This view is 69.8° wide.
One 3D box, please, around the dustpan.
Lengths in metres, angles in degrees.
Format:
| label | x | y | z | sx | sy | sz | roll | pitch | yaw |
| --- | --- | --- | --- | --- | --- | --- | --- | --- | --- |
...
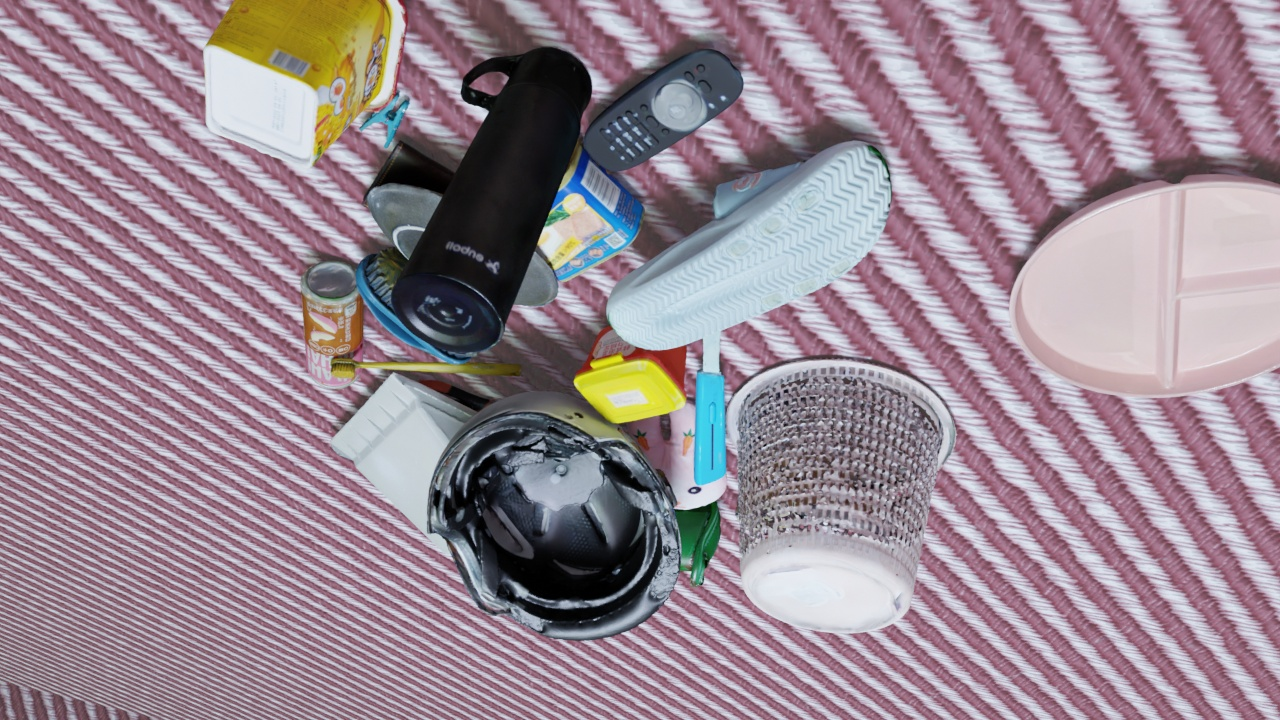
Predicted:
| label | x | y | z | sx | sy | sz | roll | pitch | yaw |
| --- | --- | --- | --- | --- | --- | --- | --- | --- | --- |
| dustpan | -0.203 | 0.121 | 1.098 | 0.258 | 0.142 | 0.223 | 51 | 136 | -4 |

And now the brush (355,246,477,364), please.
| label | x | y | z | sx | sy | sz | roll | pitch | yaw |
| --- | --- | --- | --- | --- | --- | --- | --- | --- | --- |
| brush | -0.215 | -0.047 | 0.880 | 0.074 | 0.055 | 0.144 | -21 | 129 | 36 |

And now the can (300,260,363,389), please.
| label | x | y | z | sx | sy | sz | roll | pitch | yaw |
| --- | --- | --- | --- | --- | --- | --- | --- | --- | --- |
| can | -0.309 | -0.034 | 0.924 | 0.058 | 0.057 | 0.148 | 18 | 141 | -4 |

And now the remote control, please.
| label | x | y | z | sx | sy | sz | roll | pitch | yaw |
| --- | --- | --- | --- | --- | --- | --- | --- | --- | --- |
| remote control | 0.015 | -0.183 | 0.667 | 0.137 | 0.024 | 0.053 | -24 | 126 | 37 |

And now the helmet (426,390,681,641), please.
| label | x | y | z | sx | sy | sz | roll | pitch | yaw |
| --- | --- | --- | --- | --- | --- | --- | --- | --- | --- |
| helmet | -0.086 | 0.140 | 0.939 | 0.230 | 0.156 | 0.274 | -33 | 117 | 12 |

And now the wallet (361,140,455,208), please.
| label | x | y | z | sx | sy | sz | roll | pitch | yaw |
| --- | --- | --- | --- | --- | --- | --- | --- | --- | --- |
| wallet | -0.172 | -0.130 | 0.796 | 0.122 | 0.020 | 0.097 | 30 | 144 | -20 |

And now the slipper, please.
| label | x | y | z | sx | sy | sz | roll | pitch | yaw |
| --- | --- | --- | --- | --- | --- | --- | --- | --- | --- |
| slipper | 0.080 | -0.089 | 0.717 | 0.246 | 0.074 | 0.104 | -28 | 135 | 20 |

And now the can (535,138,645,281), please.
| label | x | y | z | sx | sy | sz | roll | pitch | yaw |
| --- | --- | --- | --- | --- | --- | --- | --- | --- | --- |
| can | -0.060 | -0.119 | 0.744 | 0.102 | 0.057 | 0.083 | -22 | 131 | 37 |

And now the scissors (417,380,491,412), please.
| label | x | y | z | sx | sy | sz | roll | pitch | yaw |
| --- | --- | --- | --- | --- | --- | --- | --- | --- | --- |
| scissors | -0.171 | 0.051 | 1.015 | 0.204 | 0.015 | 0.203 | 30 | 139 | -18 |

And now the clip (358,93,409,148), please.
| label | x | y | z | sx | sy | sz | roll | pitch | yaw |
| --- | --- | --- | --- | --- | --- | --- | --- | --- | --- |
| clip | -0.202 | -0.193 | 0.734 | 0.038 | 0.013 | 0.056 | 35 | 139 | -24 |

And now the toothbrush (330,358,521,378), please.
| label | x | y | z | sx | sy | sz | roll | pitch | yaw |
| --- | --- | --- | --- | --- | --- | --- | --- | --- | --- |
| toothbrush | -0.217 | 0.010 | 0.935 | 0.190 | 0.016 | 0.016 | 2 | 144 | -12 |

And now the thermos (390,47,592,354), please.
| label | x | y | z | sx | sy | sz | roll | pitch | yaw |
| --- | --- | --- | --- | --- | --- | --- | --- | --- | --- |
| thermos | -0.099 | -0.119 | 0.607 | 0.090 | 0.241 | 0.069 | 17 | 141 | -4 |

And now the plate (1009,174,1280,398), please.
| label | x | y | z | sx | sy | sz | roll | pitch | yaw |
| --- | --- | --- | --- | --- | --- | --- | --- | --- | --- |
| plate | 0.403 | -0.052 | 0.697 | 0.229 | 0.028 | 0.230 | 9 | 142 | 7 |

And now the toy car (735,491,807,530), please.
| label | x | y | z | sx | sy | sz | roll | pitch | yaw |
| --- | --- | --- | --- | --- | --- | --- | --- | --- | --- |
| toy car | 0.148 | 0.174 | 1.047 | 0.091 | 0.035 | 0.042 | -22 | 128 | 40 |

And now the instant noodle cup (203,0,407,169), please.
| label | x | y | z | sx | sy | sz | roll | pitch | yaw |
| --- | --- | --- | --- | --- | --- | --- | --- | --- | --- |
| instant noodle cup | -0.237 | -0.209 | 0.637 | 0.116 | 0.123 | 0.116 | 21 | 141 | -9 |

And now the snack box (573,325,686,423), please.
| label | x | y | z | sx | sy | sz | roll | pitch | yaw |
| --- | --- | --- | --- | --- | --- | --- | --- | --- | --- |
| snack box | -0.005 | 0.005 | 0.855 | 0.091 | 0.080 | 0.082 | -14 | 134 | 32 |

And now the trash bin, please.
| label | x | y | z | sx | sy | sz | roll | pitch | yaw |
| --- | --- | --- | --- | --- | --- | --- | --- | --- | --- |
| trash bin | 0.181 | 0.140 | 0.872 | 0.227 | 0.191 | 0.228 | 9 | 141 | 7 |

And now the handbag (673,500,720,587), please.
| label | x | y | z | sx | sy | sz | roll | pitch | yaw |
| --- | --- | --- | --- | --- | --- | --- | --- | --- | --- |
| handbag | 0.024 | 0.204 | 1.056 | 0.131 | 0.119 | 0.068 | 5 | 135 | 15 |

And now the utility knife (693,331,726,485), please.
| label | x | y | z | sx | sy | sz | roll | pitch | yaw |
| --- | --- | --- | --- | --- | --- | --- | --- | --- | --- |
| utility knife | 0.067 | 0.038 | 0.895 | 0.034 | 0.018 | 0.217 | -7 | 126 | -5 |

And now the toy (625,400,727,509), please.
| label | x | y | z | sx | sy | sz | roll | pitch | yaw |
| --- | --- | --- | --- | --- | --- | --- | --- | --- | --- |
| toy | 0.031 | 0.105 | 0.990 | 0.121 | 0.054 | 0.160 | 0 | 131 | 16 |

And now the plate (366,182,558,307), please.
| label | x | y | z | sx | sy | sz | roll | pitch | yaw |
| --- | --- | --- | --- | --- | --- | --- | --- | --- | --- |
| plate | -0.156 | -0.089 | 0.786 | 0.179 | 0.024 | 0.180 | 23 | 161 | 8 |
